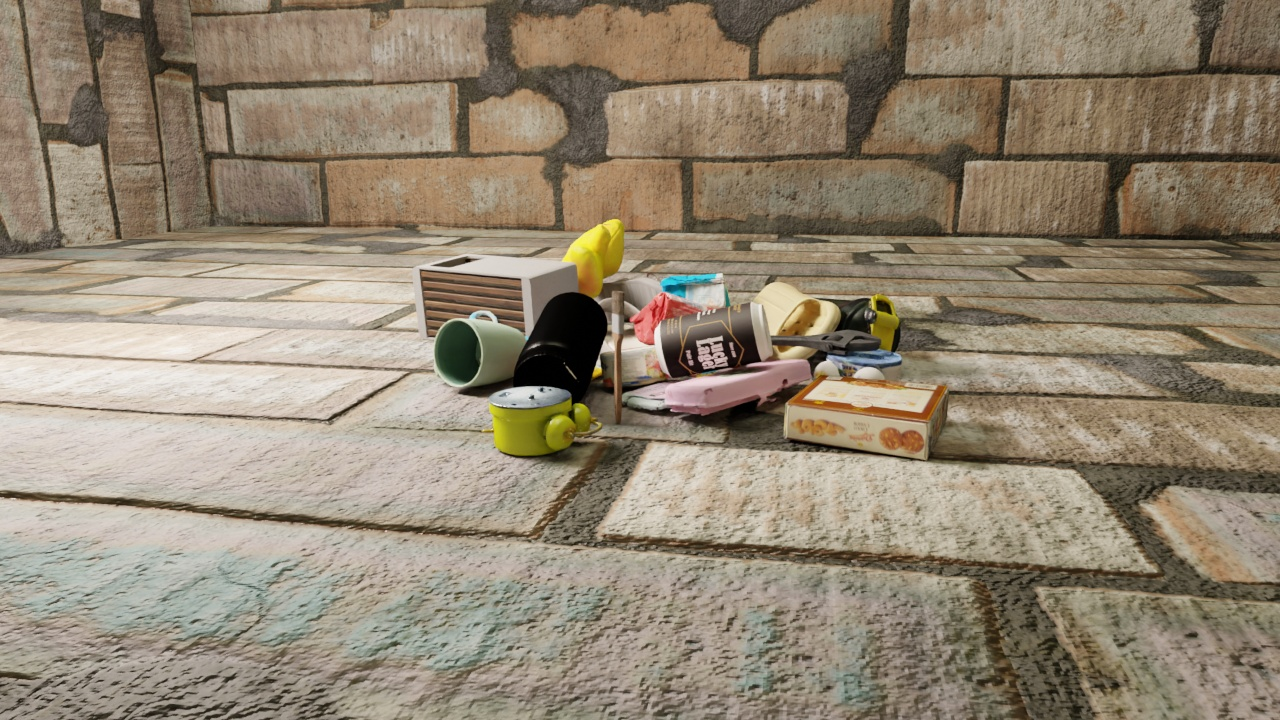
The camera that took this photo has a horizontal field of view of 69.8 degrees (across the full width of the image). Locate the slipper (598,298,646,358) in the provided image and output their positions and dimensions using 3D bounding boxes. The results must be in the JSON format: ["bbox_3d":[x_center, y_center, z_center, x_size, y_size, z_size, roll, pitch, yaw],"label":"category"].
[{"bbox_3d":[-0.024,-0.046,1.308,0.113,0.081,0.266,-6,14,-9],"label":"slipper"}]

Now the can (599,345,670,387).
[{"bbox_3d":[-0.007,0.007,1.141,0.086,0.043,0.086,-8,4,0],"label":"can"}]

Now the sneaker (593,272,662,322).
[{"bbox_3d":[0.018,-0.099,1.498,0.089,0.099,0.236,-23,21,-31],"label":"sneaker"}]

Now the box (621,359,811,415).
[{"bbox_3d":[0.090,0.029,1.085,0.153,0.037,0.200,3,11,44],"label":"box"}]

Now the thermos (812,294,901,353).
[{"bbox_3d":[0.279,-0.047,1.291,0.098,0.098,0.221,-5,10,-18],"label":"thermos"}]

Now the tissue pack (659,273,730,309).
[{"bbox_3d":[0.084,-0.067,1.294,0.093,0.144,0.061,2,52,15],"label":"tissue pack"}]

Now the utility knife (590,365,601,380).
[{"bbox_3d":[-0.084,0.025,1.154,0.030,0.017,0.158,16,15,19],"label":"utility knife"}]

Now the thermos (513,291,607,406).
[{"bbox_3d":[-0.094,-0.004,1.071,0.086,0.086,0.198,1,26,6],"label":"thermos"}]

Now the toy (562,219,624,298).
[{"bbox_3d":[-0.081,-0.159,1.488,0.135,0.087,0.193,-40,9,24],"label":"toy"}]

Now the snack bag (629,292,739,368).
[{"bbox_3d":[0.078,-0.035,1.208,0.176,0.082,0.082,17,7,-20],"label":"snack bag"}]

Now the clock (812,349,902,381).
[{"bbox_3d":[0.261,0.017,1.101,0.089,0.052,0.125,11,17,37],"label":"clock"}]

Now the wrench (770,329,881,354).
[{"bbox_3d":[0.157,-0.025,1.130,0.273,0.018,0.073,2,16,6],"label":"wrench"}]

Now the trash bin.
[{"bbox_3d":[-0.220,-0.091,1.405,0.229,0.114,0.114,8,20,31],"label":"trash bin"}]

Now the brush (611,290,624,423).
[{"bbox_3d":[-0.024,-0.003,0.990,0.008,0.143,0.045,-1,5,-11],"label":"brush"}]

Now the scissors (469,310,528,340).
[{"bbox_3d":[-0.208,-0.019,1.293,0.140,0.013,0.117,31,58,25],"label":"scissors"}]

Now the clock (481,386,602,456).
[{"bbox_3d":[-0.097,0.059,0.914,0.119,0.057,0.083,4,13,18],"label":"clock"}]

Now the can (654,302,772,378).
[{"bbox_3d":[0.086,-0.024,1.080,0.129,0.072,0.071,-11,11,13],"label":"can"}]

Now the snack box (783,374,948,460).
[{"bbox_3d":[0.240,0.055,0.963,0.143,0.041,0.146,6,14,24],"label":"snack box"}]

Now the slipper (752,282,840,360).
[{"bbox_3d":[0.181,-0.058,1.283,0.079,0.111,0.261,39,-3,-16],"label":"slipper"}]

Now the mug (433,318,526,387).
[{"bbox_3d":[-0.207,-0.005,1.162,0.111,0.084,0.103,-25,-11,29],"label":"mug"}]
